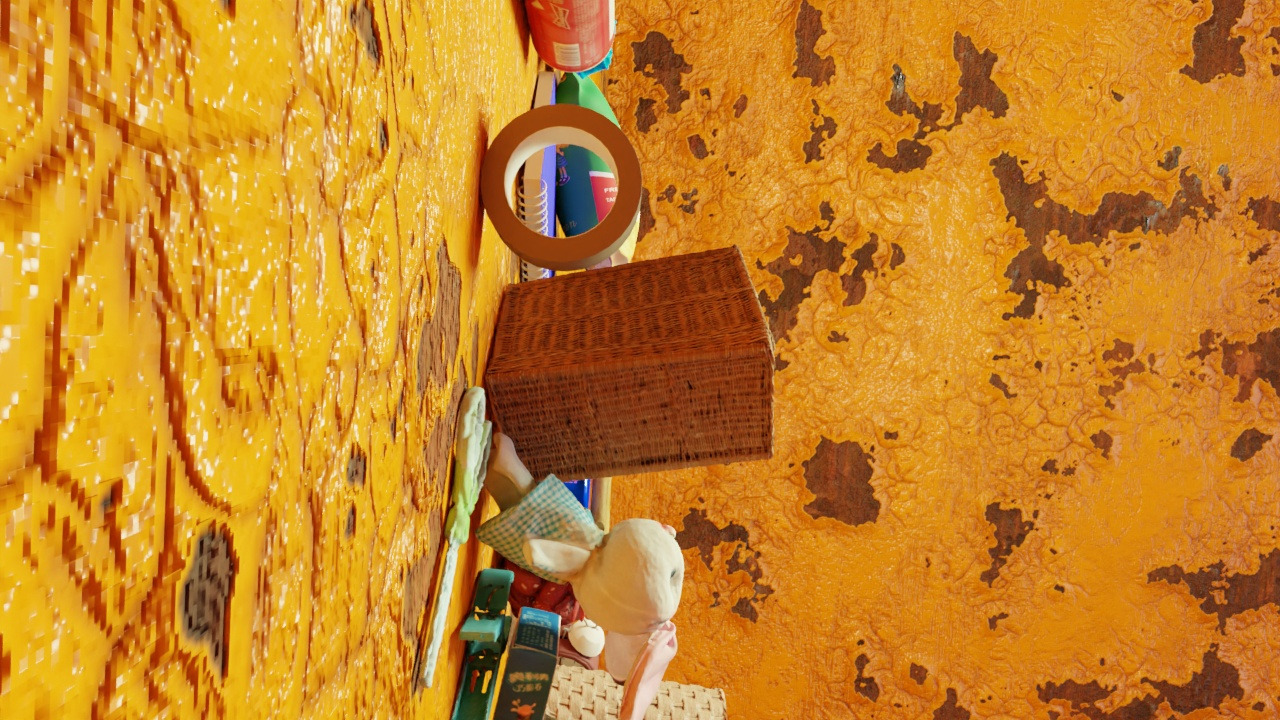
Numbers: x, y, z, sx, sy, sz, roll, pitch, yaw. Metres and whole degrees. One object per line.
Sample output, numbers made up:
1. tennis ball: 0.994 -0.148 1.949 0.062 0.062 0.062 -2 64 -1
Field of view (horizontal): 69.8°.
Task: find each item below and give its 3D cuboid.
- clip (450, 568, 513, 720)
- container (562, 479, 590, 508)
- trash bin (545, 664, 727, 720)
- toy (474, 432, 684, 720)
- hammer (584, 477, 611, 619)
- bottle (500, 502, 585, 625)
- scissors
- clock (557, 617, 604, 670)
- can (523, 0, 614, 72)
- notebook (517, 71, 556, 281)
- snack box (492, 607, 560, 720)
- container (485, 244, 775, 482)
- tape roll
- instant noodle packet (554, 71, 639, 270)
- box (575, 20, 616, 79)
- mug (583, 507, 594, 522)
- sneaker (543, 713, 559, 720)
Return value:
1. clip: -0.097 0.161 0.587 0.127 0.028 0.113 -151 -111 -87
2. container: -0.090 0.139 1.095 0.114 0.058 0.096 96 -3 -65
3. trash bin: -0.024 0.370 0.886 0.151 0.210 0.151 171 -79 -89
4. toy: -0.031 0.128 0.611 0.205 0.105 0.131 56 -5 -3
5. hammer: -0.048 0.184 1.089 0.132 0.033 0.331 -91 -174 -64
6. bottle: -0.067 0.169 0.742 0.098 0.099 0.111 -88 177 -47
7. scissors: -0.097 0.093 0.491 0.072 0.033 0.175 99 0 -48
8. clock: -0.084 0.313 0.968 0.044 0.087 0.125 -87 -176 -61
9. can: -0.052 -0.266 0.652 0.170 0.067 0.067 103 -9 -85
10. notebook: -0.088 -0.119 0.821 0.210 0.022 0.171 95 -3 -46
11. snack box: -0.087 0.253 0.618 0.088 0.033 0.154 -143 -113 -86
12. container: -0.004 0.004 0.656 0.112 0.198 0.114 -94 174 -46
13. tape roll: -0.046 -0.101 0.544 0.030 0.094 0.093 104 -11 -85
14. instant noodle packet: -0.048 -0.180 0.962 0.195 0.090 0.252 -128 -152 -88
15. box: -0.051 -0.377 0.858 0.226 0.074 0.181 -89 -178 -59
16. mug: -0.089 0.218 1.024 0.112 0.084 0.104 -3 -87 61
17. sneaker: -0.084 0.390 0.771 0.235 0.095 0.119 83 9 -49
